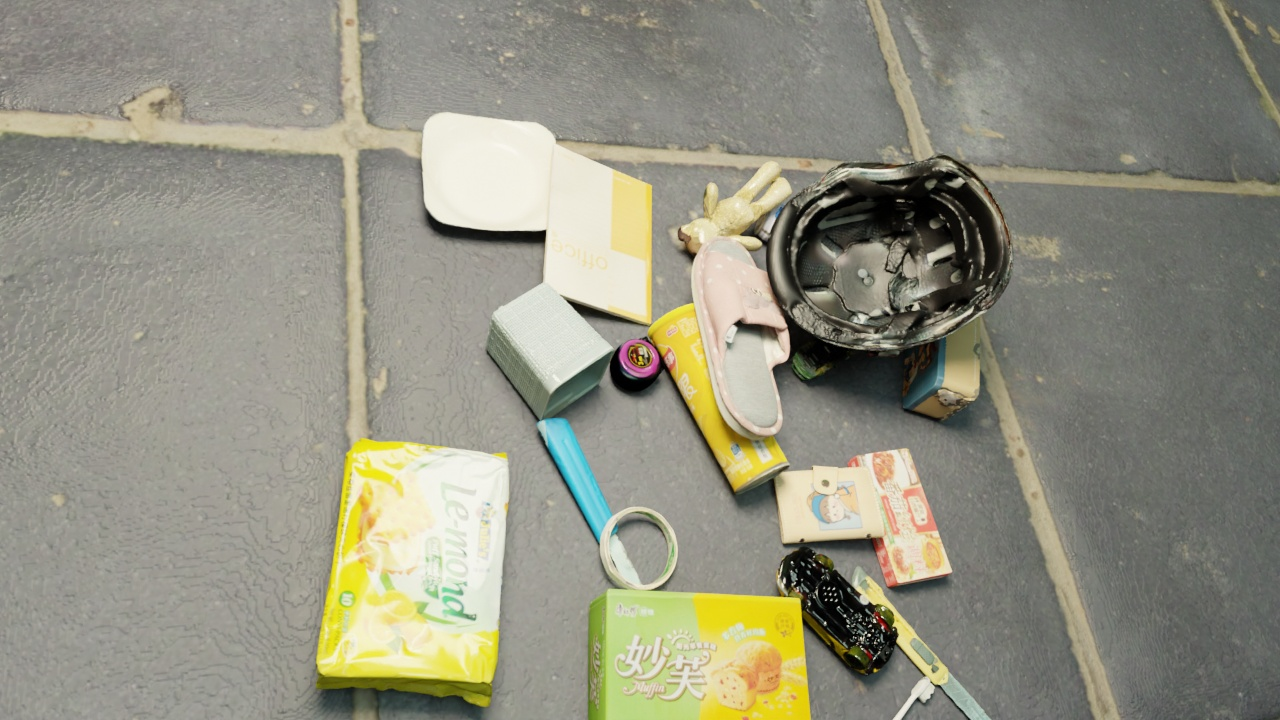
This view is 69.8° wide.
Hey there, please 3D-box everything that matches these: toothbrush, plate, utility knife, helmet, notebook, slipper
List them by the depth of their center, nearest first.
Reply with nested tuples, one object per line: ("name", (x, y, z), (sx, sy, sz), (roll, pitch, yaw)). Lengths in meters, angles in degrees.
("toothbrush", (0.251, 0.394, 0.946), (0.179, 0.016, 0.016), (-37, 86, -30))
("utility knife", (-0.048, 0.157, 0.964), (0.034, 0.018, 0.218), (-21, 77, -30))
("utility knife", (0.305, 0.317, 1.005), (0.030, 0.022, 0.216), (-37, 85, -23))
("slipper", (0.118, -0.038, 1.026), (0.114, 0.055, 0.273), (21, 49, -30))
("helmet", (0.286, -0.113, 1.086), (0.274, 0.157, 0.230), (-16, 78, 5))
("plate", (-0.179, -0.218, 1.097), (0.164, 0.034, 0.163), (2, 64, -18))
("notebook", (-0.048, -0.151, 1.100), (0.145, 0.010, 0.206), (17, 59, -29))

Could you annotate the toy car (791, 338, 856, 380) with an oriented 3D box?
("toy car", (0.224, -0.008, 1.122), (0.091, 0.036, 0.043), (-28, 73, -30))

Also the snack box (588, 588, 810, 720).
("snack box", (0.056, 0.310, 0.892), (0.210, 0.070, 0.157), (7, 64, -15))

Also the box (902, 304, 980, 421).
("box", (0.378, -0.021, 1.151), (0.062, 0.090, 0.183), (16, 58, -9))

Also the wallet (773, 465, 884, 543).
("wallet", (0.210, 0.160, 1.033), (0.115, 0.024, 0.087), (-3, 67, -3))

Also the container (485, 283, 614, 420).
("container", (-0.103, -0.012, 0.991), (0.090, 0.090, 0.111), (-35, 75, -29))

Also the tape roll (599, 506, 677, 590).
("tape roll", (-0.001, 0.195, 0.953), (0.085, 0.014, 0.085), (10, 67, -25))

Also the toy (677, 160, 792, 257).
("toy", (0.118, -0.184, 1.137), (0.157, 0.066, 0.105), (-39, 114, -2))

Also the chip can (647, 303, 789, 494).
("chip can", (0.087, 0.041, 1.034), (0.072, 0.072, 0.213), (-21, 72, -26))

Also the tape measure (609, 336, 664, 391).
("tape measure", (-0.006, 0.006, 1.041), (0.057, 0.039, 0.057), (-22, 73, -31))

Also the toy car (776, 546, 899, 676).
("toy car", (0.208, 0.265, 0.979), (0.156, 0.041, 0.071), (43, 60, 4))

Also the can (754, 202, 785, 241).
("can", (0.217, -0.158, 1.185), (0.134, 0.053, 0.053), (24, 60, -5))

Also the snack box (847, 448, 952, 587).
("snack box", (0.298, 0.180, 1.060), (0.075, 0.026, 0.152), (-5, 66, -20))

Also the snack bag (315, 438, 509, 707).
("snack bag", (-0.210, 0.193, 0.865), (0.158, 0.068, 0.246), (8, 63, -14))
